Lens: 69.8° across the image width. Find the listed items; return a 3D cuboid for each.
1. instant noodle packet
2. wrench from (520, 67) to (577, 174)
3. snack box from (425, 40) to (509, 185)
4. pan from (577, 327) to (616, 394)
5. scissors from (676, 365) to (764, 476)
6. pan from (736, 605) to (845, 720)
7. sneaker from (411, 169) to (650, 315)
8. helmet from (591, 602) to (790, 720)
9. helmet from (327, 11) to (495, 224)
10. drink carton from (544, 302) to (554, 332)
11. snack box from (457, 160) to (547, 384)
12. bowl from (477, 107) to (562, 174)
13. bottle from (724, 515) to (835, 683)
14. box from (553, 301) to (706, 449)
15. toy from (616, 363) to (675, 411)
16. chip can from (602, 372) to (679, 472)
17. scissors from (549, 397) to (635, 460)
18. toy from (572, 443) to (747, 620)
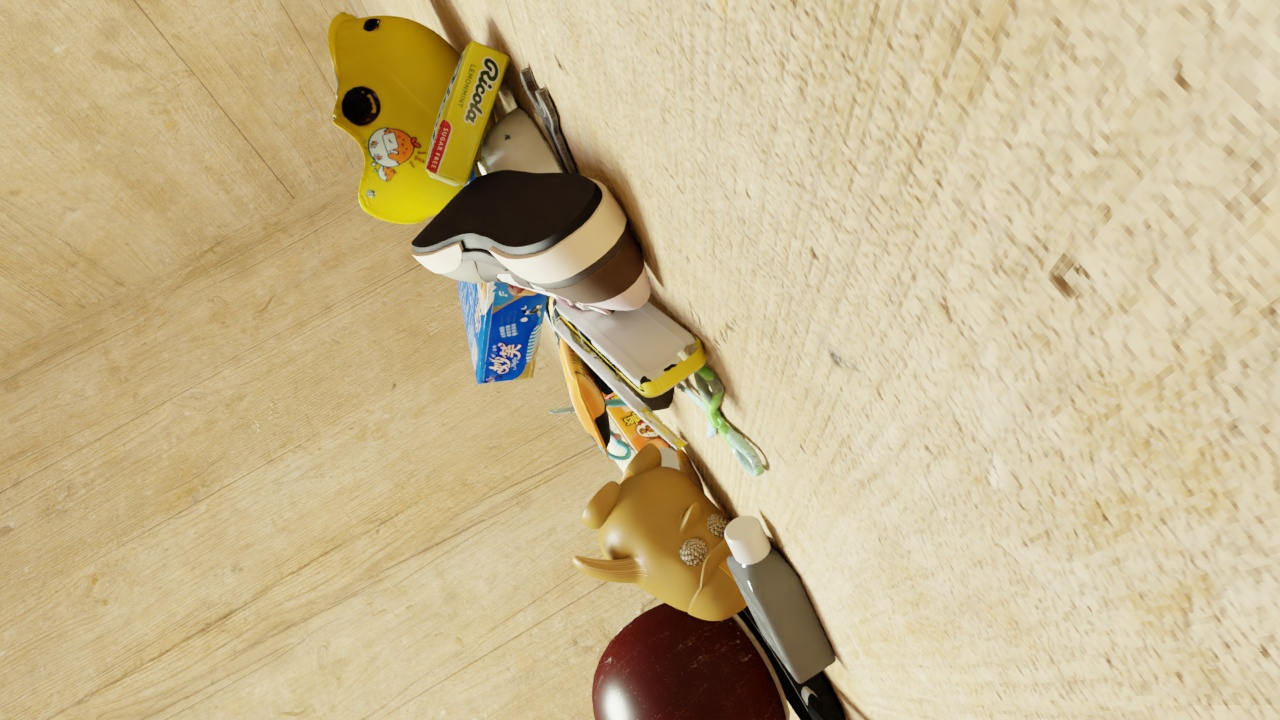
[{"bbox_3d":[-0.072,-0.013,1.007,0.160,0.032,0.220,73,180,-57],"label":"instant noodle packet"},{"bbox_3d":[-0.049,-0.136,0.824,0.070,0.010,0.273,52,169,48],"label":"wrench"},{"bbox_3d":[-0.171,-0.229,0.879,0.045,0.121,0.181,19,-175,-15],"label":"snack box"},{"bbox_3d":[-0.050,-0.037,1.056,0.357,0.021,0.198,71,-178,-72],"label":"pan"},{"bbox_3d":[0.060,0.041,0.780,0.139,0.028,0.170,61,169,-22],"label":"scissors"},{"bbox_3d":[0.191,0.371,1.047,0.204,0.044,0.356,60,173,-3],"label":"pan"},{"bbox_3d":[-0.092,-0.091,0.801,0.294,0.111,0.116,8,145,51],"label":"sneaker"},{"bbox_3d":[0.062,0.401,1.136,0.233,0.253,0.234,48,157,34],"label":"helmet"},{"bbox_3d":[-0.239,-0.280,1.030,0.208,0.140,0.240,-67,-33,-69],"label":"helmet"},{"bbox_3d":[-0.098,-0.086,1.132,0.040,0.064,0.130,56,171,39],"label":"drink carton"},{"bbox_3d":[-0.156,-0.095,1.021,0.203,0.069,0.154,107,152,-50],"label":"snack box"},{"bbox_3d":[-0.118,-0.183,0.901,0.113,0.063,0.113,58,172,13],"label":"bowl"},{"bbox_3d":[0.127,0.224,0.893,0.174,0.046,0.083,64,172,-28],"label":"bottle"},{"bbox_3d":[-0.006,-0.012,0.779,0.079,0.080,0.209,41,179,-33],"label":"box"},{"bbox_3d":[0.001,0.000,0.864,0.076,0.062,0.100,-17,88,50],"label":"toy"},{"bbox_3d":[-0.023,0.092,1.278,0.215,0.075,0.075,51,169,50],"label":"chip can"},{"bbox_3d":[-0.033,0.061,1.077,0.135,0.135,0.015,50,144,29],"label":"scissors"},{"bbox_3d":[0.046,0.209,1.051,0.203,0.198,0.163,38,149,17],"label":"toy"}]
